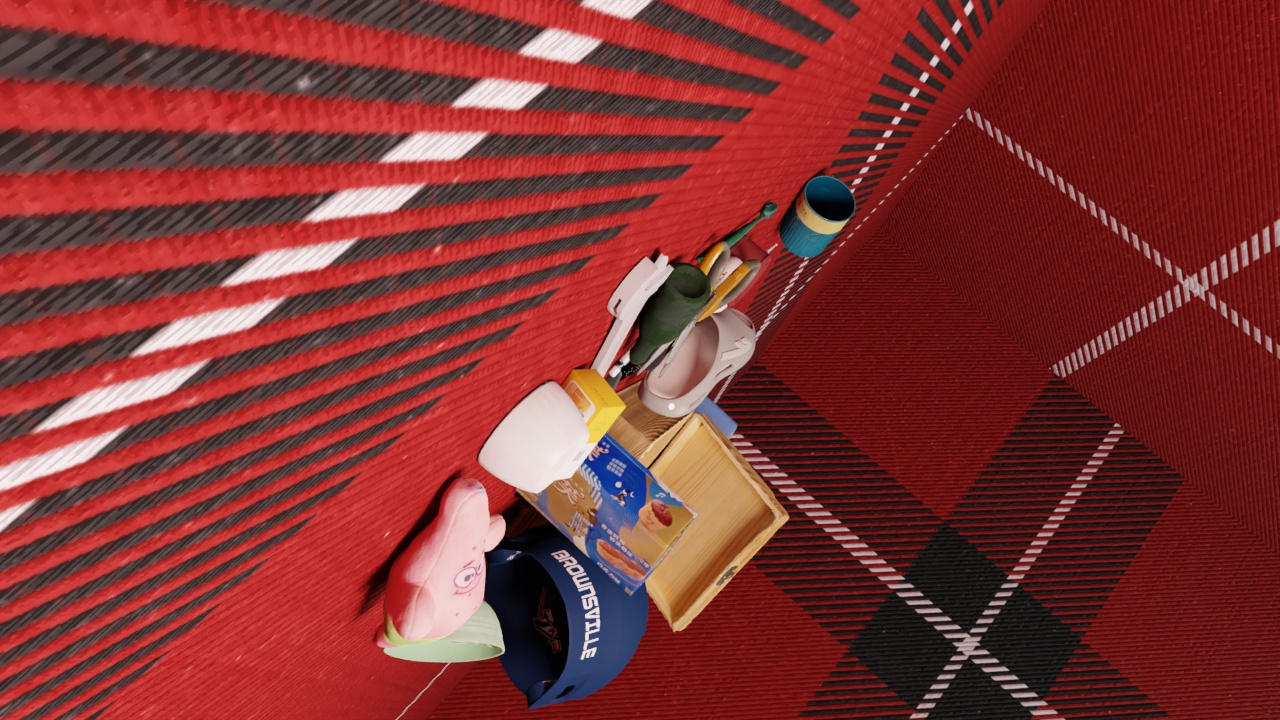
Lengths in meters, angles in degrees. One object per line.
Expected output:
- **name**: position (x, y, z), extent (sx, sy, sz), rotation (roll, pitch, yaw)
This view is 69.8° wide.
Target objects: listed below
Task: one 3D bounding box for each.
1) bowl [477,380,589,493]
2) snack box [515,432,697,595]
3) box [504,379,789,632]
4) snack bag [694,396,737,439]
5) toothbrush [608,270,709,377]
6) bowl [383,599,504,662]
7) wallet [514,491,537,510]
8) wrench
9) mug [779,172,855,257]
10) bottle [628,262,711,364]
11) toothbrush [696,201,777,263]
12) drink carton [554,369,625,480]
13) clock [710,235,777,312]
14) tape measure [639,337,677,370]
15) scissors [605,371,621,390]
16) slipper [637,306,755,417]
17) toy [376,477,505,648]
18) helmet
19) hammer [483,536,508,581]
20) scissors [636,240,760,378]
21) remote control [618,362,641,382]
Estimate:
- **bowl**: position (-0.103, 0.084, 0.937), extent (0.116, 0.065, 0.116), rotation (-47, 171, -10)
- **snack box**: position (-0.047, 0.172, 1.125), extent (0.069, 0.203, 0.155), rotation (-42, 167, -36)
- **box**: position (0.030, 0.232, 1.430), extent (0.280, 0.323, 0.283), rotation (-53, 172, 20)
- **snack bag**: position (0.088, 0.122, 1.741), extent (0.102, 0.159, 0.205), rotation (-48, 173, -10)
- **toothbrush**: position (0.026, -0.049, 1.157), extent (0.186, 0.017, 0.012), rotation (-48, 140, -3)
- **bowl**: position (-0.250, 0.338, 1.178), extent (0.151, 0.151, 0.076), rotation (116, -25, -60)
- **wallet**: position (-0.101, 0.185, 1.256), extent (0.091, 0.116, 0.018), rotation (-35, 131, -56)
- **wrench**: position (-0.028, -0.027, 0.991), extent (0.086, 0.018, 0.274), rotation (-42, 171, -36)
- **mug**: position (0.271, -0.230, 1.405), extent (0.107, 0.083, 0.113), rotation (116, -10, -61)
- **bottle**: position (0.023, -0.043, 1.052), extent (0.055, 0.055, 0.175), rotation (-42, 173, -35)
- **toothbrush**: position (0.125, -0.162, 1.155), extent (0.189, 0.016, 0.017), rotation (-40, 170, -44)
- **drink carton**: position (-0.077, 0.073, 1.010), extent (0.040, 0.058, 0.123), rotation (-1, 135, -53)
- **clock**: position (0.128, -0.117, 1.262), extent (0.137, 0.048, 0.096), rotation (-43, 170, -40)
- **tape measure**: position (0.024, -0.022, 1.205), extent (0.061, 0.034, 0.061), rotation (-57, -179, -30)
- **scissors**: position (-0.072, 0.070, 1.188), extent (0.154, 0.019, 0.124), rotation (-53, 170, 23)
- **slipper**: position (0.090, -0.022, 1.344), extent (0.265, 0.113, 0.081), rotation (-42, 149, -41)
- **toy**: position (-0.198, 0.208, 0.939), extent (0.237, 0.097, 0.191), rotation (-64, 173, 33)
- **helmet**: position (-0.112, 0.342, 1.253), extent (0.273, 0.232, 0.222), rotation (-29, 163, 33)
- **hammer**: position (-0.195, 0.291, 1.483), extent (0.158, 0.037, 0.299), rotation (-54, 170, 31)
- **scissors**: position (0.080, -0.067, 1.152), extent (0.215, 0.016, 0.226), rotation (-26, 151, -47)
- **remote control**: position (-0.007, 0.007, 1.260), extent (0.030, 0.009, 0.139), rotation (-53, 170, 26)
